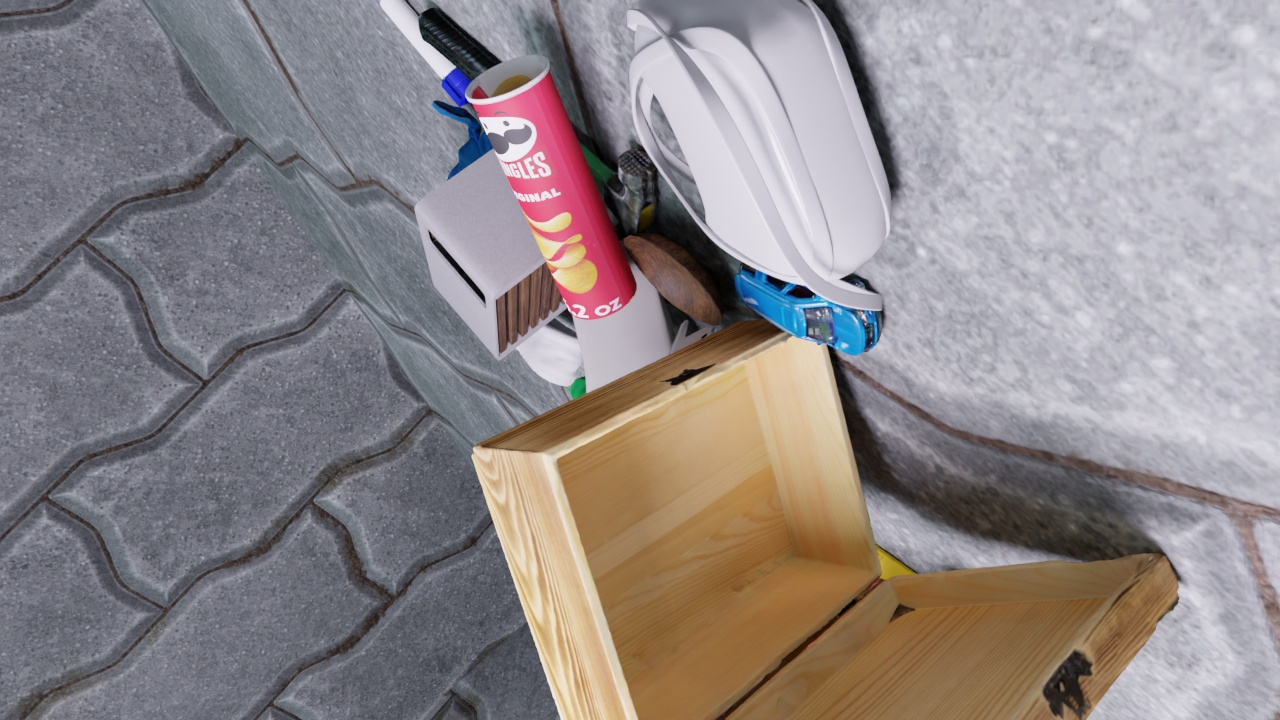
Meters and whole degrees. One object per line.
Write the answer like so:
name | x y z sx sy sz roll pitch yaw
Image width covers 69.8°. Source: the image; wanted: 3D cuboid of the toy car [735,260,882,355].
toy car | 0.119 -0.042 0.661 0.120 0.043 0.056 33 152 38

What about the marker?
marker | -0.216 -0.319 0.937 0.133 0.027 0.023 50 158 2

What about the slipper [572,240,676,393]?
slipper | -0.005 0.005 0.903 0.080 0.113 0.266 -15 -90 -80

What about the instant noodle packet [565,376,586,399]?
instant noodle packet | 0.012 0.087 1.082 0.195 0.090 0.253 53 155 -13

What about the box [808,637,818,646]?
box | 0.187 0.261 0.919 0.213 0.153 0.165 58 168 -3

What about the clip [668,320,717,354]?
clip | 0.046 -0.005 0.823 0.058 0.101 0.052 0 129 21

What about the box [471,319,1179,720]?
box | 0.122 0.143 0.596 0.335 0.278 0.286 -1 109 49

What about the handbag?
handbag | 0.052 -0.127 0.586 0.223 0.095 0.216 28 150 60

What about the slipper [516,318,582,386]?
slipper | -0.141 -0.062 1.163 0.112 0.074 0.247 36 -172 -45

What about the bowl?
bowl | 0.036 -0.078 0.801 0.102 0.026 0.114 27 163 48

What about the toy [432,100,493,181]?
toy | -0.182 -0.211 0.996 0.112 0.070 0.177 51 152 19

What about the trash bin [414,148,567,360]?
trash bin | -0.144 -0.106 0.962 0.114 0.114 0.229 49 164 7

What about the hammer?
hammer | -0.101 -0.226 0.845 0.319 0.032 0.130 44 161 19

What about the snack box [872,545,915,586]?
snack box | 0.231 0.250 0.900 0.061 0.083 0.106 34 155 41

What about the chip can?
chip can | -0.069 -0.138 0.772 0.069 0.069 0.221 31 152 46
